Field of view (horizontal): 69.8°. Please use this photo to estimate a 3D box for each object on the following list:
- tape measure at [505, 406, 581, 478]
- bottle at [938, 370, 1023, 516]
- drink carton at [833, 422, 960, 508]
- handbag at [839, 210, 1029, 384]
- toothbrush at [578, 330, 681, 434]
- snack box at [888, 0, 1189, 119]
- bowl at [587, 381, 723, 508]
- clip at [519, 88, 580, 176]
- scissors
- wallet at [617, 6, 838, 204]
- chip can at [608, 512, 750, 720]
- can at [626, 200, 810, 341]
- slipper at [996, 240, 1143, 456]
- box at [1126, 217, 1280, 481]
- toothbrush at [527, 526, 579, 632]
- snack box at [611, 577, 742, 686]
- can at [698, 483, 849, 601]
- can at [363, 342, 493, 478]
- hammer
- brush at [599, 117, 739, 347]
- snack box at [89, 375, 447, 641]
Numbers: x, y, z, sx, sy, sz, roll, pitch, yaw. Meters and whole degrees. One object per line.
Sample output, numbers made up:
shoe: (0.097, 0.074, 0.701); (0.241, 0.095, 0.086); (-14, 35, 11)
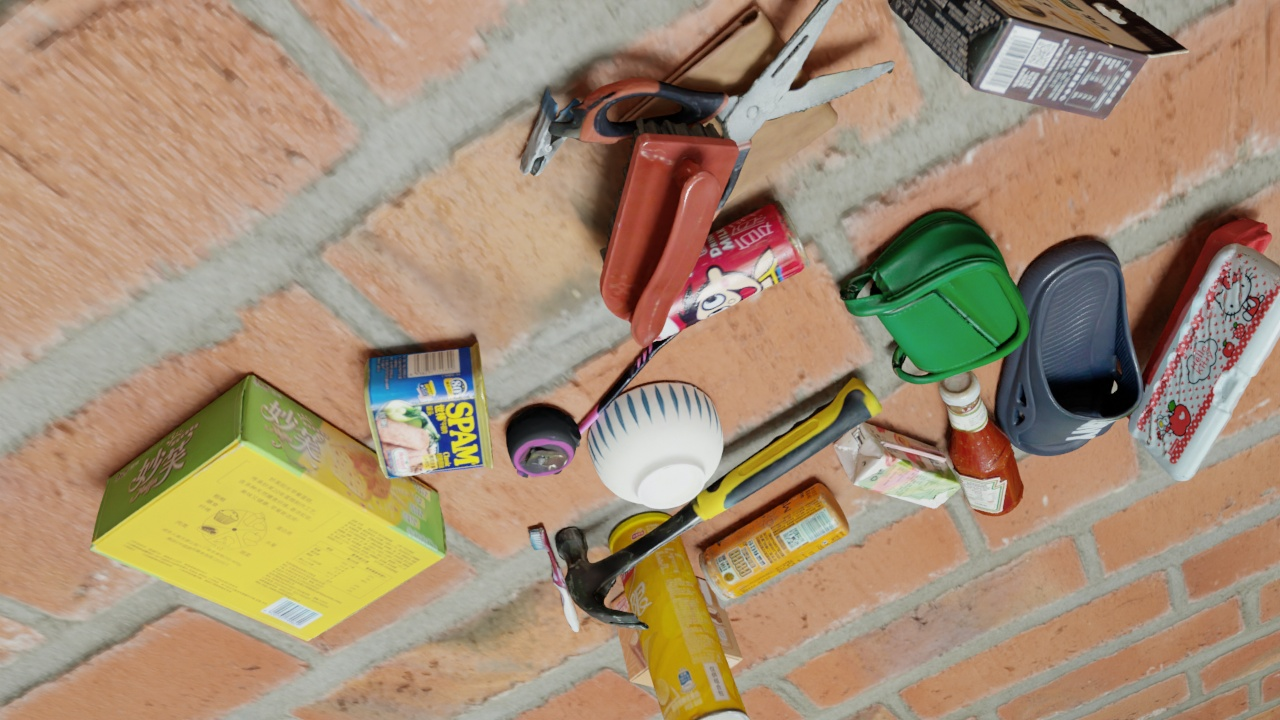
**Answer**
tape measure: (-0.080, 0.068, 0.749); (0.057, 0.039, 0.057); (15, 126, -29)
bottle: (0.323, 0.079, 0.878); (0.060, 0.059, 0.206); (-28, 134, 9)
drink carton: (0.247, 0.099, 0.876); (0.122, 0.053, 0.046); (19, 124, -32)
handbag: (0.236, -0.046, 0.731); (0.120, 0.067, 0.131); (-29, 136, 20)
toothbrush: (-0.004, 0.004, 0.733); (0.017, 0.014, 0.190); (29, 119, -26)
snack box: (0.231, -0.198, 0.545); (0.125, 0.113, 0.053); (6, 131, -22)
bowl: (0.018, 0.082, 0.775); (0.116, 0.066, 0.117); (-9, 135, -10)
clip: (-0.059, -0.139, 0.571); (0.043, 0.026, 0.058); (9, 133, -35)
scissors: (0.052, -0.144, 0.577); (0.225, 0.015, 0.189); (-11, 141, -9)
wallet: (0.057, -0.156, 0.597); (0.115, 0.020, 0.101); (-36, 132, 20)
chip can: (0.031, 0.239, 0.825); (0.072, 0.213, 0.072); (-11, 133, -12)
can: (0.050, -0.061, 0.658); (0.133, 0.053, 0.053); (-26, 135, 7)
slipper: (0.389, 0.016, 0.824); (0.111, 0.083, 0.268); (-19, 134, 2)
box: (0.482, -0.012, 0.789); (0.074, 0.154, 0.202); (17, 125, 15)
toothbrush: (-0.084, 0.222, 0.912); (0.017, 0.016, 0.188); (-9, 135, 1)
snack box: (0.036, 0.280, 0.950); (0.092, 0.094, 0.077); (27, 119, -36)
can: (0.133, 0.181, 0.913); (0.146, 0.058, 0.058); (-34, 133, 14)
can: (-0.156, 0.040, 0.687); (0.083, 0.057, 0.102); (-7, 134, -9)
hammer: (0.071, 0.123, 0.812); (0.323, 0.126, 0.032); (-35, 133, 6)
brush: (0.012, -0.075, 0.574); (0.063, 0.069, 0.146); (-1, 138, -21)
snack box: (-0.279, 0.124, 0.716); (0.158, 0.070, 0.210); (-33, 133, 13)
